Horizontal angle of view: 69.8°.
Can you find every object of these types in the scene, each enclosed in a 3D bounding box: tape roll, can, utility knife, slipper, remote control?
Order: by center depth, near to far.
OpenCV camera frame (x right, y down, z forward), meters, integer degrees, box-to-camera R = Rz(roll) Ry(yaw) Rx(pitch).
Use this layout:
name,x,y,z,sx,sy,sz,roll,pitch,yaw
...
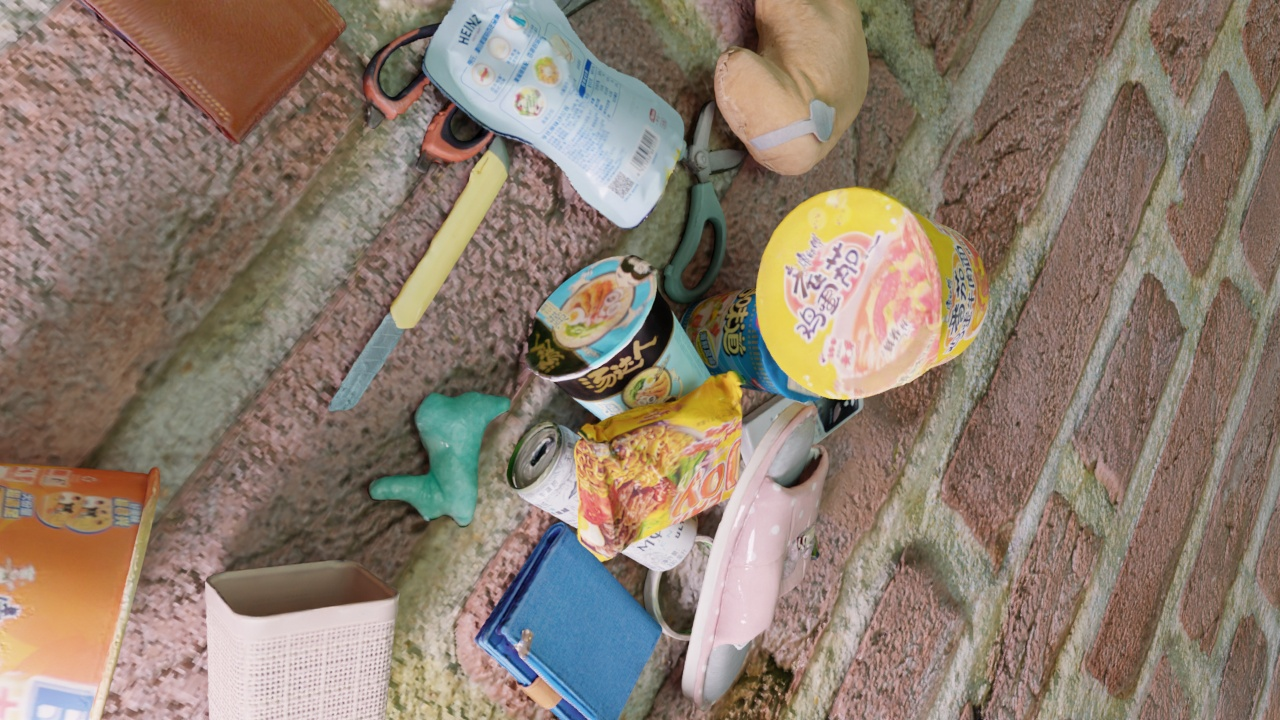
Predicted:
name,x,y,z,sx,sy,sz,roll,pitch,yaw
utility knife,-0.139,-0.057,0.603,0.031,0.022,0.219,50,56,-47
can,-0.025,0.101,0.671,0.146,0.058,0.058,36,70,-32
slipper,0.092,0.159,0.697,0.114,0.054,0.275,-23,132,-56
tape roll,0.041,0.185,0.751,0.085,0.014,0.086,-1,92,-37
remote control,0.146,0.050,0.822,0.149,0.021,0.058,-31,109,-32

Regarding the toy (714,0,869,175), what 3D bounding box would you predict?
name,x,y,z,sx,sy,sz,roll,pitch,yaw
toy,0.144,-0.261,0.775,0.143,0.083,0.225,45,63,-38

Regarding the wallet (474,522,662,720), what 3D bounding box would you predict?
name,x,y,z,sx,sy,sz,roll,pitch,yaw
wallet,-0.048,0.200,0.670,0.133,0.040,0.106,51,54,-26

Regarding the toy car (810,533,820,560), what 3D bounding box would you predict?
name,x,y,z,sx,sy,sz,roll,pitch,yaw
toy car,0.119,0.144,0.792,0.090,0.042,0.035,45,43,-34

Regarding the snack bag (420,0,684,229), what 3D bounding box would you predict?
name,x,y,z,sx,sy,sz,roll,pitch,yaw
snack bag,-0.054,-0.182,0.636,0.191,0.039,0.110,33,77,-30

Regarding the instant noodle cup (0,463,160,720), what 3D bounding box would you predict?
name,x,y,z,sx,sy,sz,roll,pitch,yaw
instant noodle cup,-0.298,0.112,0.418,0.111,0.152,0.151,16,81,-28

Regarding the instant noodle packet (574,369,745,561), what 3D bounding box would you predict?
name,x,y,z,sx,sy,sz,roll,pitch,yaw
instant noodle packet,0.016,0.072,0.619,0.128,0.044,0.111,-21,129,-30

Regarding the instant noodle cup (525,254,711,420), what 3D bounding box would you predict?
name,x,y,z,sx,sy,sz,roll,pitch,yaw
instant noodle cup,-0.004,0.004,0.660,0.120,0.111,0.111,48,64,-36

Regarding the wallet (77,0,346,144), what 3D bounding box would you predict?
name,x,y,z,sx,sy,sz,roll,pitch,yaw
wallet,-0.244,-0.201,0.517,0.124,0.032,0.101,46,69,-28

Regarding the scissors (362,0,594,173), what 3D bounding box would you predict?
name,x,y,z,sx,sy,sz,roll,pitch,yaw
scissors,-0.092,-0.209,0.640,0.206,0.015,0.193,-1,91,-37

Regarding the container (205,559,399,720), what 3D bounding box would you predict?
name,x,y,z,sx,sy,sz,roll,pitch,yaw
container,-0.196,0.183,0.528,0.089,0.090,0.111,1,94,-37

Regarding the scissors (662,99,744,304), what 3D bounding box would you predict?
name,x,y,z,sx,sy,sz,roll,pitch,yaw
scissors,0.026,-0.125,0.729,0.169,0.019,0.180,-12,98,-37

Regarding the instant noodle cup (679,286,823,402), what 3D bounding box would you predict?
name,x,y,z,sx,sy,sz,roll,pitch,yaw
instant noodle cup,0.089,-0.018,0.722,0.099,0.110,0.099,-1,91,-38

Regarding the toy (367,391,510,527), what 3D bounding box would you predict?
name,x,y,z,sx,sy,sz,roll,pitch,yaw
toy,-0.132,0.066,0.609,0.096,0.030,0.092,2,88,-31

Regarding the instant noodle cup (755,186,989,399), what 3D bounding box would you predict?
name,x,y,z,sx,sy,sz,roll,pitch,yaw
instant noodle cup,0.166,-0.045,0.634,0.109,0.138,0.138,-3,93,-46
